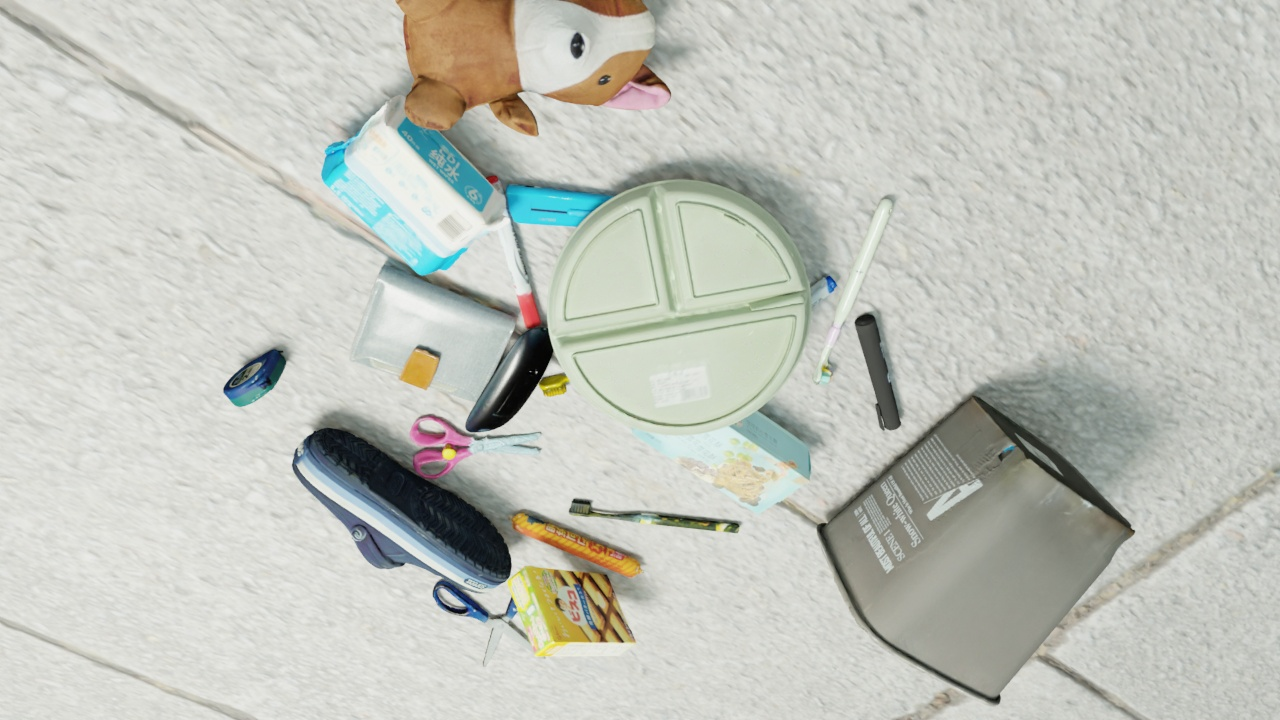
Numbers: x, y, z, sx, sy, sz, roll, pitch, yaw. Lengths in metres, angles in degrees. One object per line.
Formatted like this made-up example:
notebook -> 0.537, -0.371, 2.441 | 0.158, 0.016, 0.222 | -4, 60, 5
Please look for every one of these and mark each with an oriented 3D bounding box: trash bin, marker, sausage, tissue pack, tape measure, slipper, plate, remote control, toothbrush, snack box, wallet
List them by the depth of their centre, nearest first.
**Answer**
tissue pack -> -0.184, -0.141, 0.752 | 0.090, 0.063, 0.140 | -30, 118, 31
plate -> 0.033, -0.039, 0.788 | 0.230, 0.027, 0.230 | 1, 107, 2
marker -> -0.113, -0.094, 0.815 | 0.017, 0.017, 0.145 | -10, 121, 4
toothbrush -> 0.196, -0.060, 0.846 | 0.020, 0.029, 0.190 | 31, 123, 27
wallet -> -0.194, -0.018, 0.847 | 0.129, 0.037, 0.107 | 22, 118, -14
tape measure -> -0.358, 0.020, 0.852 | 0.054, 0.058, 0.025 | -27, 118, 11
marker -> 0.124, -0.029, 0.863 | 0.146, 0.016, 0.017 | -40, 115, 20
remote control -> -0.121, 0.025, 0.871 | 0.053, 0.024, 0.137 | 1, 132, -49
toothbrush -> -0.005, 0.005, 0.880 | 0.190, 0.015, 0.017 | -14, 125, 6
marker -> 0.230, 0.014, 0.891 | 0.022, 0.020, 0.132 | -22, 121, 1
snack box -> 0.080, 0.078, 0.899 | 0.175, 0.051, 0.074 | 34, 128, -21
trash bin -> 0.325, 0.176, 0.902 | 0.198, 0.198, 0.220 | 30, 109, -19
slipper -> -0.243, 0.168, 0.917 | 0.253, 0.105, 0.095 | 39, 105, -20
snack box -> -0.070, 0.264, 0.961 | 0.034, 0.087, 0.140 | -42, 145, 21
toothbrush -> 0.016, 0.168, 0.982 | 0.186, 0.012, 0.017 | 8, 110, -6
sausage -> -0.068, 0.201, 0.993 | 0.165, 0.021, 0.021 | 26, 117, -17

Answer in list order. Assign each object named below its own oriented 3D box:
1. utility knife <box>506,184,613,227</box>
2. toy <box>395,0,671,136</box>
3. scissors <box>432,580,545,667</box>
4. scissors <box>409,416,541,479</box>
utility knife -> -0.024, -0.129, 0.797 | 0.185, 0.018, 0.034 | 4, 120, -6
toy -> -0.076, -0.238, 0.675 | 0.199, 0.130, 0.140 | -5, 116, -10
scissors -> -0.162, 0.293, 1.052 | 0.176, 0.012, 0.163 | 36, 114, -22
scissors -> -0.165, 0.077, 0.922 | 0.137, 0.017, 0.077 | -10, 113, -1
